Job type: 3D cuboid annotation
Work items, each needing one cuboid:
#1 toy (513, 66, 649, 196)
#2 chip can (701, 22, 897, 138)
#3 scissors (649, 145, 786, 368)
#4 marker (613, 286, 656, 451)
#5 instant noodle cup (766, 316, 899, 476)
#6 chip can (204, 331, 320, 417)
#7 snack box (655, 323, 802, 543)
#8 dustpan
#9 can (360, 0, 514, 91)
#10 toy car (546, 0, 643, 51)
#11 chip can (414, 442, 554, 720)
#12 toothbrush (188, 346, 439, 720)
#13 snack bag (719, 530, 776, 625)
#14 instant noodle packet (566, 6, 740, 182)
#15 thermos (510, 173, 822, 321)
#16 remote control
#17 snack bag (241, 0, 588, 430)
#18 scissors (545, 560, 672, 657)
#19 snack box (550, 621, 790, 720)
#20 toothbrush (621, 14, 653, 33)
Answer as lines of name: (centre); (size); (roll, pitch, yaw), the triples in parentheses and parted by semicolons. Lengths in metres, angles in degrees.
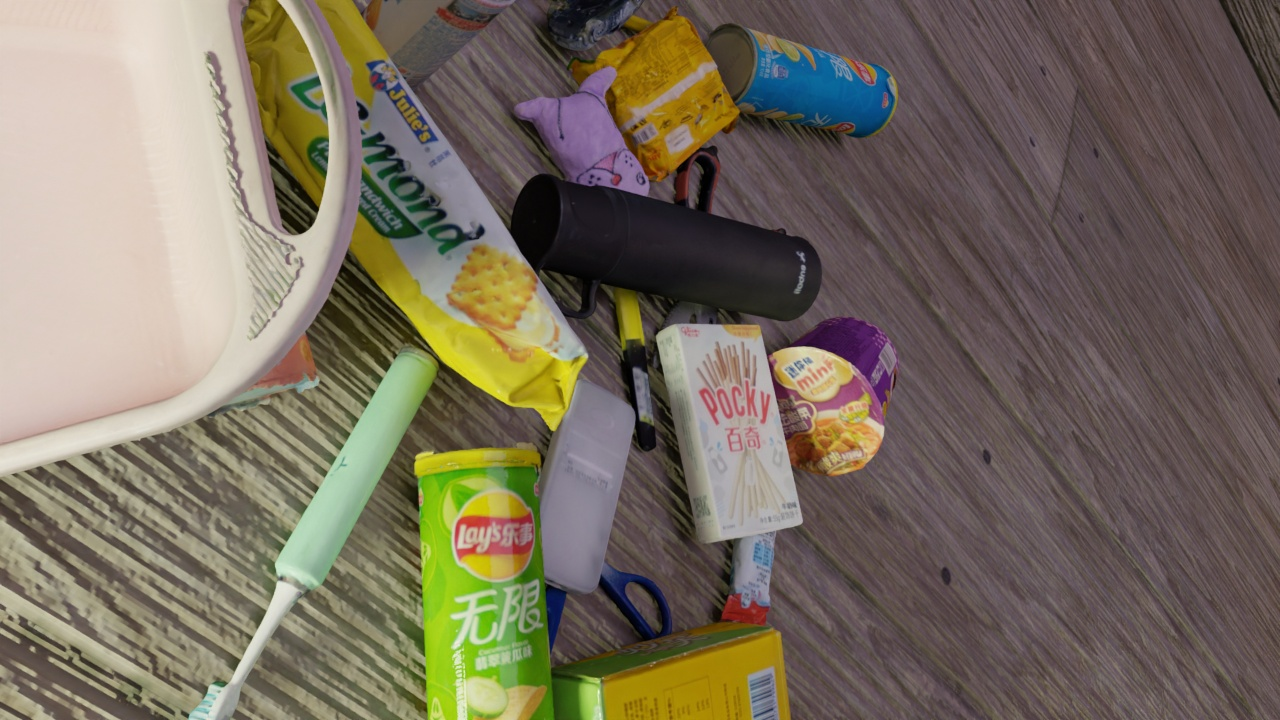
toy: (-0.032, -0.148, 0.657); (0.083, 0.039, 0.108); (-32, 104, -19)
chip can: (0.146, -0.249, 0.831); (0.209, 0.071, 0.071); (-4, 80, -43)
scissors: (0.059, -0.076, 0.738); (0.225, 0.015, 0.189); (-27, 96, -43)
marker: (-0.004, 0.004, 0.659); (0.018, 0.015, 0.124); (-1, 79, -42)
instant noodle cup: (0.154, 0.021, 0.740); (0.111, 0.112, 0.099); (60, 38, -10)
chip can: (-0.220, -0.082, 0.450); (0.071, 0.071, 0.214); (-14, 87, -43)
snack box: (0.066, 0.050, 0.673); (0.084, 0.027, 0.156); (-2, 75, -37)
dustpan: (-0.249, -0.066, 0.321); (0.272, 0.139, 0.222); (-14, 89, -28)
can: (-0.121, -0.204, 0.533); (0.053, 0.135, 0.053); (14, 68, -39)
toy car: (-0.031, -0.260, 0.681); (0.043, 0.034, 0.090); (31, 62, 16)
chip can: (-0.083, 0.159, 0.500); (0.072, 0.073, 0.221); (5, 74, -41)
toothbrush: (-0.164, 0.085, 0.481); (0.026, 0.027, 0.223); (69, 35, -50)
snack bag: (0.082, 0.150, 0.682); (0.048, 0.026, 0.104); (27, 59, -36)
instant noodle packet: (0.013, -0.205, 0.715); (0.128, 0.044, 0.111); (-41, 106, -36)
thermos: (0.023, -0.066, 0.656); (0.242, 0.068, 0.090); (6, 97, -38)
remote control: (-0.039, 0.079, 0.589); (0.056, 0.020, 0.135); (31, 55, -28)
snack bag: (-0.123, -0.075, 0.489); (0.068, 0.158, 0.246); (-36, 103, -9)
scissors: (-0.036, 0.135, 0.592); (0.162, 0.012, 0.172); (35, 55, -28)
snack box: (0.022, 0.278, 0.552); (0.157, 0.070, 0.210); (0, 82, -42)
toothbrush: (-0.033, -0.270, 0.716); (0.189, 0.016, 0.016); (4, 80, -42)
